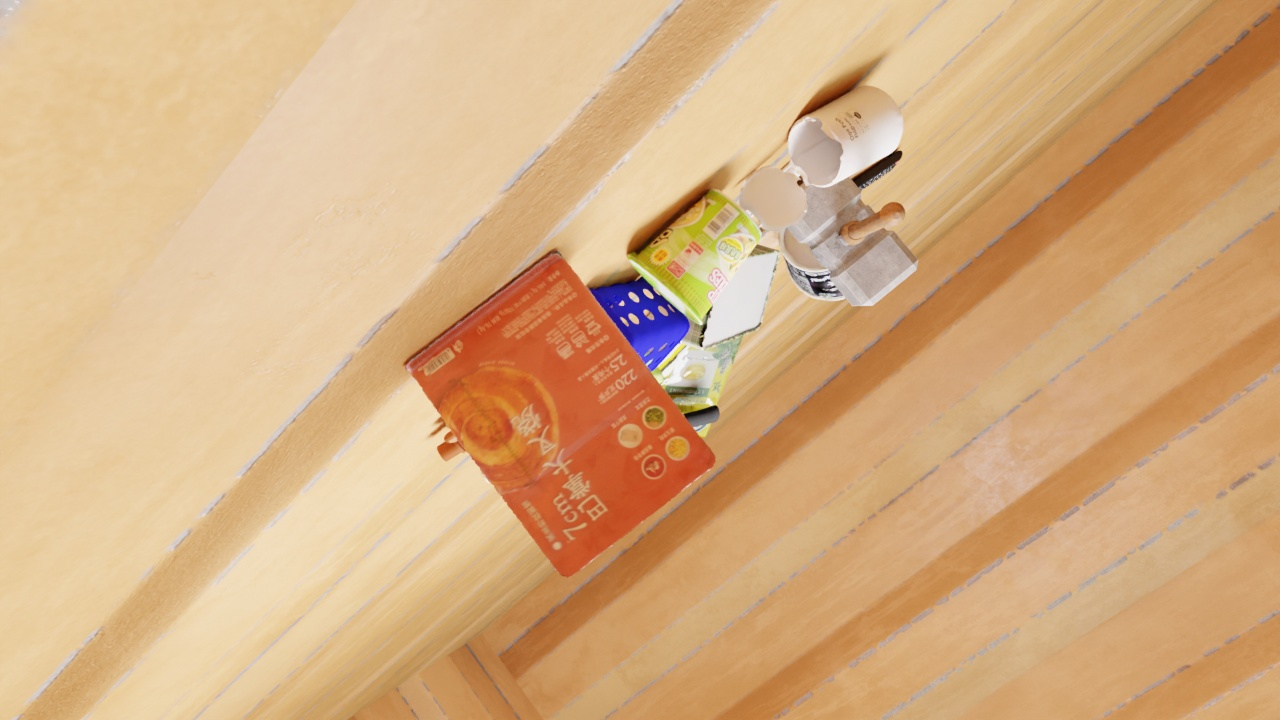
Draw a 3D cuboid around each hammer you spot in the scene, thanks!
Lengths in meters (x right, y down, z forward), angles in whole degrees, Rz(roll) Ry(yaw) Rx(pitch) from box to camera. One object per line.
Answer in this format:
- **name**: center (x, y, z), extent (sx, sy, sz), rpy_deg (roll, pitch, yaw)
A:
- **hammer**: center (0.241, -0.143, 0.992), extent (0.083, 0.162, 0.317), rpy_deg (-40, 180, 4)
- **hammer**: center (-0.049, 0.106, 1.235), extent (0.323, 0.029, 0.127), rpy_deg (-11, 161, -12)

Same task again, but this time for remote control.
- **remote control**: center (0.325, -0.261, 1.323), extent (0.146, 0.015, 0.033), rpy_deg (-34, 168, -23)

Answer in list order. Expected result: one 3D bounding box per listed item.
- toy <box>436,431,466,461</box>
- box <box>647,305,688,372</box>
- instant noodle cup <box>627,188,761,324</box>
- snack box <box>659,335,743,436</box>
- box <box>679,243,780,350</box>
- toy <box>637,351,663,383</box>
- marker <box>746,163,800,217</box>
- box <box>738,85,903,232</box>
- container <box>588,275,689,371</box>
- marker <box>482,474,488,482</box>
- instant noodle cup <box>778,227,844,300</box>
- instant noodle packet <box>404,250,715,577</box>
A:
- **toy**: center (-0.159, 0.059, 0.968), extent (0.128, 0.065, 0.095), rpy_deg (-31, 162, 4)
- **box**: center (-0.008, 0.007, 1.192), extent (0.037, 0.064, 0.210), rpy_deg (7, 138, -44)
- **instant noodle cup**: center (0.059, -0.106, 0.907), extent (0.108, 0.099, 0.099), rpy_deg (-47, 169, 0)
- **snack box**: center (0.064, 0.024, 1.282), extent (0.121, 0.045, 0.181), rpy_deg (6, 120, -26)
- **box**: center (0.106, -0.083, 1.126), extent (0.205, 0.051, 0.118), rpy_deg (-21, 129, -59)
- **toy**: center (-0.036, 0.056, 1.122), extent (0.150, 0.107, 0.197), rpy_deg (-37, 150, -19)
- **marker**: center (0.130, -0.178, 1.031), extent (0.134, 0.017, 0.020), rpy_deg (-41, 132, 10)
- **box**: center (0.183, -0.204, 0.939), extent (0.155, 0.084, 0.126), rpy_deg (-31, 173, -28)
- **container**: center (-0.022, -0.031, 0.955), extent (0.085, 0.084, 0.113), rpy_deg (-48, 165, 30)
- **marker**: center (-0.160, 0.119, 1.275), extent (0.145, 0.017, 0.017), rpy_deg (-40, 169, 3)
- **instant noodle cup**: center (0.246, -0.156, 1.220), extent (0.137, 0.137, 0.112), rpy_deg (-42, 160, 14)
- **instant noodle packet**: center (-0.064, 0.046, 0.770), extent (0.164, 0.221, 0.084), rpy_deg (-38, 167, -6)
